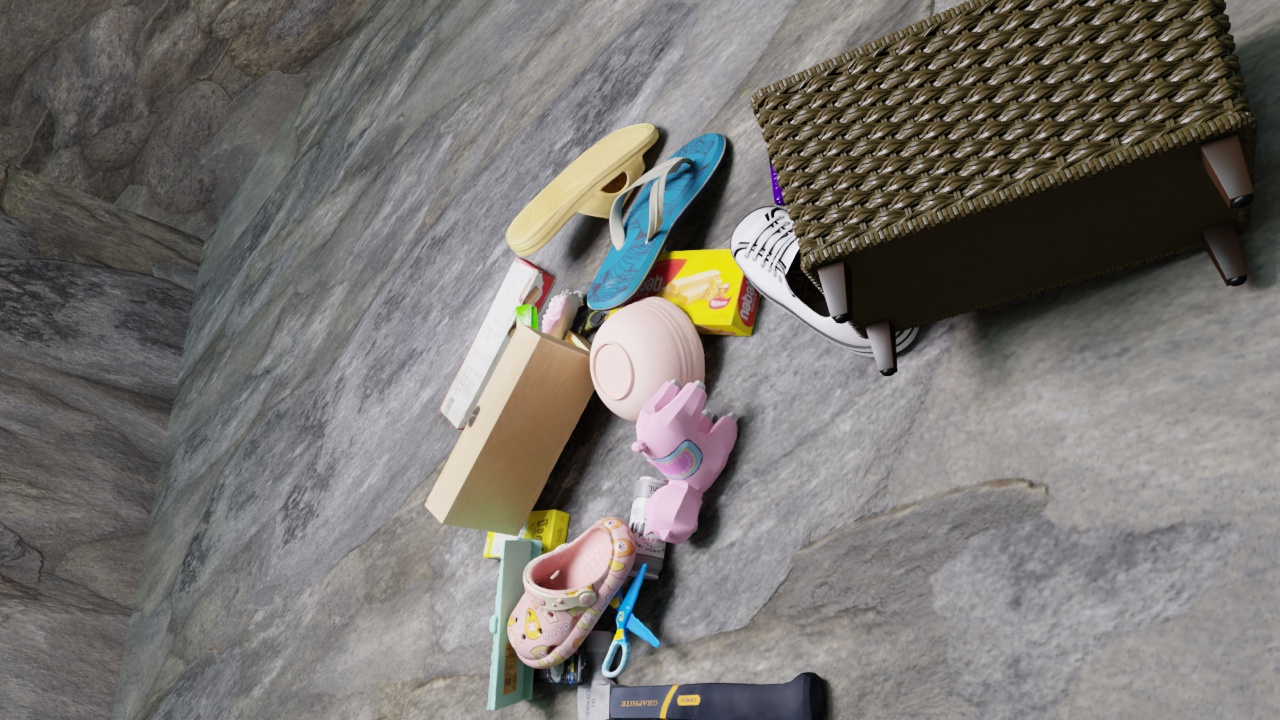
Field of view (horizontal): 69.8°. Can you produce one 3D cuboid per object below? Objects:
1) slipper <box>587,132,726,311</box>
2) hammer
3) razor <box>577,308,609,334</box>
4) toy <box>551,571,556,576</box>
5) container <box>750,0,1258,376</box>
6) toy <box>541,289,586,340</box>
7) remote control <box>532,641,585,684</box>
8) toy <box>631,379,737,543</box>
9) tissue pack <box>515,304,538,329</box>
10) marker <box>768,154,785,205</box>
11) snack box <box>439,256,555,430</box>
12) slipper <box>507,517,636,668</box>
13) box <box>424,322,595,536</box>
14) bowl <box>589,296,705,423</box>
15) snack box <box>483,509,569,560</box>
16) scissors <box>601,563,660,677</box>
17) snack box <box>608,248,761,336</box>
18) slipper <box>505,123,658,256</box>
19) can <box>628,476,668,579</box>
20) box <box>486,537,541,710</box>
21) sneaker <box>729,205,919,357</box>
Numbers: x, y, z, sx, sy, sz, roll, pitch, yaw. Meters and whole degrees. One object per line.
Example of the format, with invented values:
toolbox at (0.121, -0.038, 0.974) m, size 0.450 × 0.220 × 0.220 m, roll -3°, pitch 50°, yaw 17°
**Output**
slipper at (0.007, -0.184, 1.125) m, size 0.118 × 0.060 × 0.294 m, roll -6°, pitch 48°, yaw 50°
hammer at (0.048, 0.328, 0.898) m, size 0.313 × 0.035 × 0.139 m, roll -22°, pitch 57°, yaw 43°
razor at (-0.030, -0.056, 1.204) m, size 0.144 × 0.021 × 0.044 m, roll -3°, pitch 52°, yaw 51°
toy at (-0.081, 0.284, 1.074) m, size 0.065 × 0.050 × 0.102 m, roll 165°, pitch 98°, yaw -70°
container at (0.272, -0.134, 0.686) m, size 0.322 × 0.176 × 0.204 m, roll -17°, pitch 63°, yaw 26°
toy at (-0.115, -0.057, 1.256) m, size 0.096 × 0.041 × 0.109 m, roll -64°, pitch -3°, yaw 6°
remote control at (-0.092, 0.344, 1.043) m, size 0.141 × 0.021 × 0.045 m, roll -32°, pitch 53°, yaw 58°
toy at (0.038, 0.108, 0.964) m, size 0.067 × 0.123 × 0.157 m, roll 2°, pitch 57°, yaw 51°
tissue pack at (-0.157, -0.010, 1.282) m, size 0.114 × 0.034 × 0.099 m, roll 95°, pitch 173°, yaw -59°
marker at (0.159, -0.236, 1.071) m, size 0.018 × 0.015 × 0.133 m, roll -11°, pitch 60°, yaw 17°
snack box at (-0.220, -0.023, 1.408) m, size 0.077 × 0.044 × 0.273 m, roll 35°, pitch 101°, yaw 47°
slipper at (-0.086, 0.246, 0.980) m, size 0.197 × 0.081 × 0.093 m, roll -50°, pitch 40°, yaw 15°
box at (-0.140, 0.085, 1.161) m, size 0.248 × 0.119 × 0.252 m, roll -61°, pitch -4°, yaw 6°
bowl at (-0.006, 0.006, 1.050) m, size 0.153 × 0.076 × 0.153 m, roll 11°, pitch 105°, yaw 44°
snack box at (-0.151, 0.230, 1.200) m, size 0.149 × 0.025 × 0.061 m, roll -13°, pitch 61°, yaw 47°
scissors at (-0.019, 0.270, 0.965) m, size 0.125 × 0.013 × 0.127 m, roll 22°, pitch 96°, yaw 51°
snack box at (0.053, -0.081, 1.082) m, size 0.201 × 0.042 × 0.092 m, roll 4°, pitch 75°, yaw 45°
slipper at (-0.073, -0.233, 1.301) m, size 0.263 × 0.078 × 0.099 m, roll -41°, pitch 37°, yaw 0°
can at (0.009, 0.184, 1.012) m, size 0.044 × 0.044 × 0.106 m, roll -12°, pitch 62°, yaw 48°
box at (-0.145, 0.303, 1.076) m, size 0.138 × 0.055 × 0.187 m, roll 110°, pitch 163°, yaw -81°
sneaker at (0.160, -0.094, 0.903) m, size 0.091 × 0.097 × 0.245 m, roll -46°, pitch 44°, yaw 5°
